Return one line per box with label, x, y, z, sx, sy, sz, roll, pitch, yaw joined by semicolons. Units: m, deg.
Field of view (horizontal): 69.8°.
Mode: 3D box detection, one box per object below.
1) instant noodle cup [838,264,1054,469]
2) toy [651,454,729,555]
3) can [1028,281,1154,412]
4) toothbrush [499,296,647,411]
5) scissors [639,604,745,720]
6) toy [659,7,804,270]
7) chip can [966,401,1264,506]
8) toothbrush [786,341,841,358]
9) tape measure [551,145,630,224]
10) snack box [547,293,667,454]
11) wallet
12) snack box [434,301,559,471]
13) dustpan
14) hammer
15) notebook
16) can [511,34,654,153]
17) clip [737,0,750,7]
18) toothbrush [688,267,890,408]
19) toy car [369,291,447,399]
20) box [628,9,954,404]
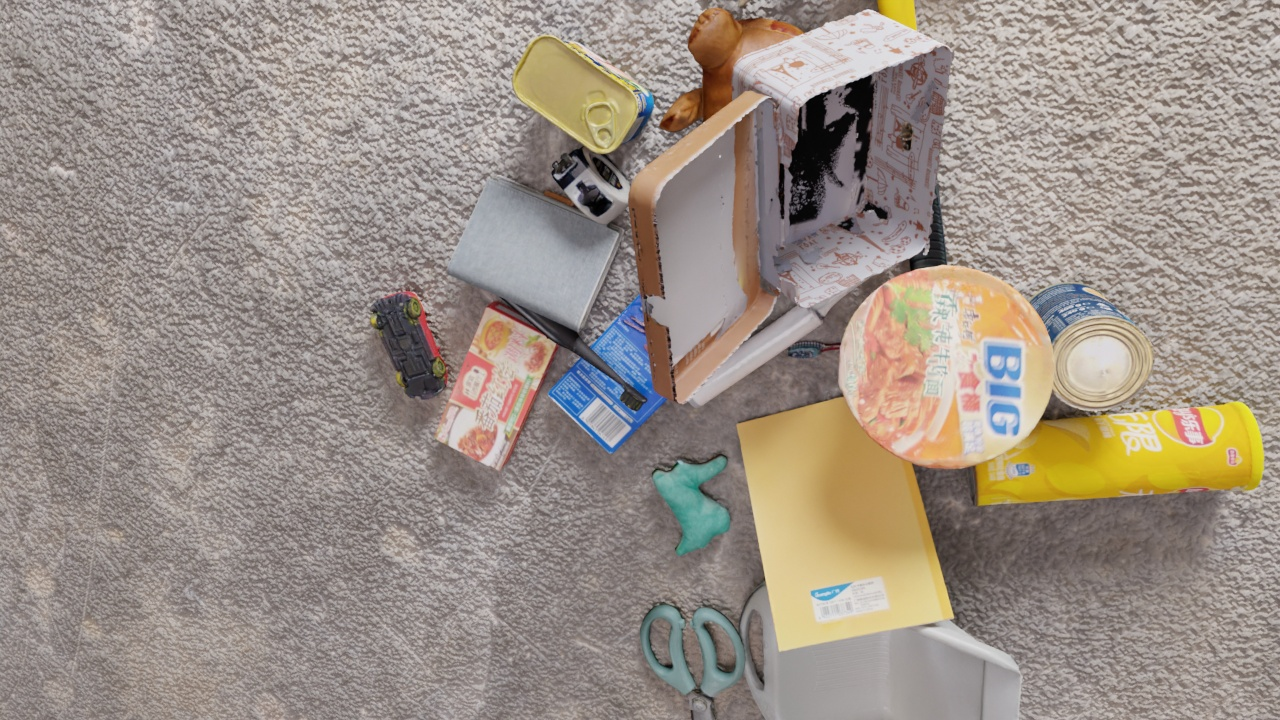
instant noodle cup;0.232;0.011;0.721;0.151;0.111;0.151;-2;82;12
toy;0.052;0.132;0.872;0.096;0.030;0.092;-33;100;14
can;0.344;-0.013;0.716;0.075;0.111;0.075;4;108;11
toothbrush;-0.077;-0.028;0.831;0.212;0.026;0.027;41;111;8
scissors;0.076;0.320;0.927;0.130;0.019;0.185;-22;102;27
toy;0.083;-0.164;0.726;0.140;0.130;0.200;19;120;9
chip can;0.383;0.079;0.760;0.214;0.072;0.072;-6;106;15
toothbrush;0.221;-0.014;0.793;0.188;0.017;0.016;-4;107;14
tape measure;-0.039;-0.150;0.780;0.034;0.065;0.066;-38;94;25
snack box;-0.005;0.005;0.844;0.084;0.026;0.157;43;111;-2
wallet;-0.091;-0.098;0.816;0.130;0.037;0.106;24;86;4
snack box;-0.138;0.026;0.881;0.075;0.025;0.153;27;111;2
dustpan;0.192;0.304;0.812;0.142;0.257;0.223;-8;107;-10
hammer;0.212;-0.195;0.721;0.129;0.032;0.301;-11;108;5
notebook;0.168;0.132;0.787;0.146;0.010;0.206;-17;63;16
can;-0.043;-0.218;0.750;0.102;0.083;0.057;35;112;0
clip;0.087;-0.291;0.700;0.096;0.101;0.035;4;112;39
toothbrush;0.129;-0.027;0.804;0.221;0.026;0.026;-36;52;20
toy car;-0.220;-0.014;0.883;0.049;0.031;0.106;-16;102;17
box;0.091;-0.107;0.627;0.260;0.103;0.179;-27;136;-18
